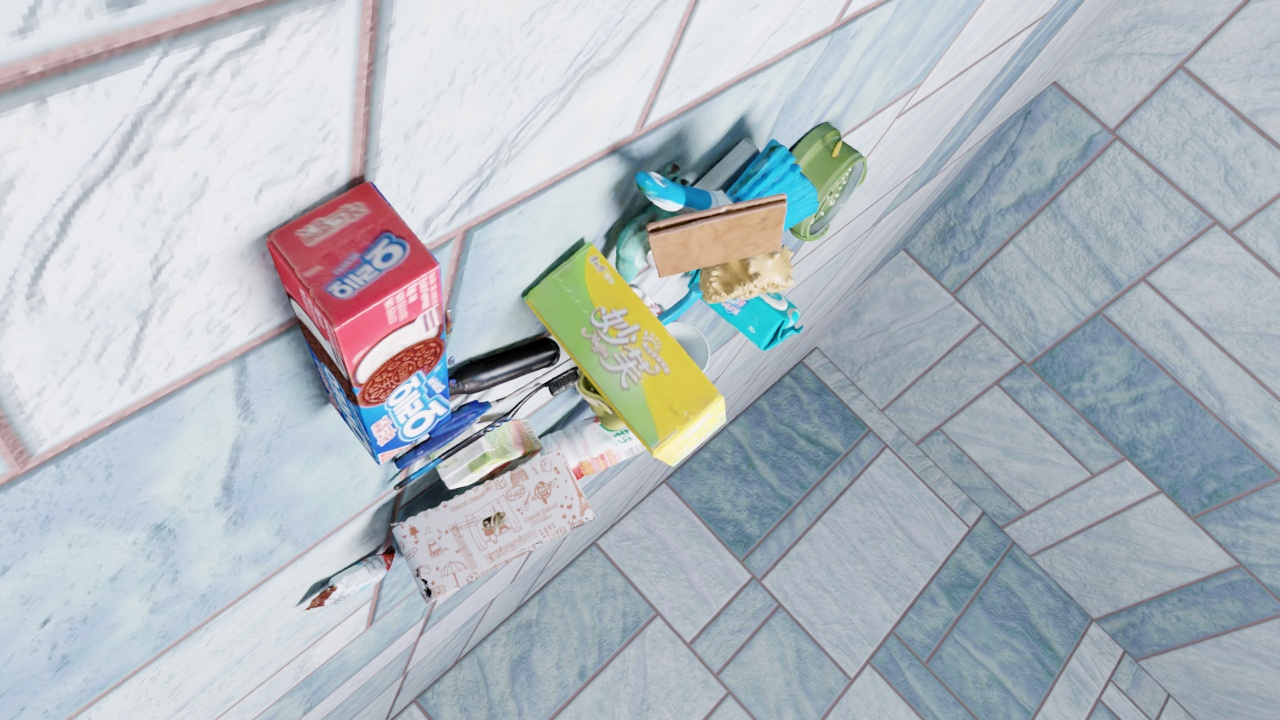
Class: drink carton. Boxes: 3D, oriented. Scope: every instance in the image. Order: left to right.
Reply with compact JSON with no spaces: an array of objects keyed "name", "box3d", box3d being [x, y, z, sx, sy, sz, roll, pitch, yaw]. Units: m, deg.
[{"name":"drink carton","box3d":[-0.142,0.083,0.858,0.054,0.045,0.122,-33,170,14]}]

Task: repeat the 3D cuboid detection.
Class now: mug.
[{"name":"mug","box3d":[0.036,0.007,1.172,0.078,0.078,0.123,-40,174,-19]}]

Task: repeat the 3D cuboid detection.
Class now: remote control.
[{"name":"remote control","box3d":[0.051,-0.136,0.797,0.135,0.019,0.056,-44,170,0]}]

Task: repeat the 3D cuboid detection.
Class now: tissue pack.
[{"name":"tissue pack","box3d":[0.119,-0.067,1.019,0.050,0.133,0.093,-52,171,20]}]

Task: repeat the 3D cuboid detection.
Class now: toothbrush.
[{"name":"toothbrush","box3d":[-0.126,0.012,0.700,0.212,0.026,0.027,-22,126,-61]},{"name":"toothbrush","box3d":[-0.131,0.061,0.788,0.189,0.016,0.014,-33,171,0]},{"name":"toothbrush","box3d":[0.008,-0.060,0.957,0.016,0.017,0.187,-42,168,6]}]

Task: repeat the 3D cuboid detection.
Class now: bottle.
[{"name":"bottle","box3d":[-0.024,0.086,1.110,0.197,0.068,0.068,-24,168,-4]}]

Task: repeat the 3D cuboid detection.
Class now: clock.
[{"name":"clock","box3d":[0.192,-0.185,0.985,0.116,0.056,0.161,-54,163,12]}]

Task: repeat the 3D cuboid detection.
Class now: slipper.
[{"name":"slipper","box3d":[-0.023,0.019,0.976,0.091,0.081,0.191,-54,-172,-10]}]

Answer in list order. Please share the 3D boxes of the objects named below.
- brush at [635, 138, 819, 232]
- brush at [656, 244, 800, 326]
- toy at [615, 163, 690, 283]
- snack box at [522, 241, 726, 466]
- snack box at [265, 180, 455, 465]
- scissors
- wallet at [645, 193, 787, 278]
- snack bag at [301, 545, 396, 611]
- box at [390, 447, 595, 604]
[{"name":"brush","box3d":[0.077,-0.132,0.723,0.109,0.060,0.314,-42,167,7]},{"name":"brush","box3d":[0.044,-0.051,0.858,0.083,0.046,0.255,-10,170,-44]},{"name":"toy","box3d":[0.011,-0.112,0.724,0.091,0.030,0.096,-48,165,-18]},{"name":"snack box","box3d":[-0.005,0.004,0.760,0.070,0.157,0.210,-40,170,-1]},{"name":"snack box","box3d":[-0.139,-0.008,0.485,0.058,0.057,0.208,-37,168,-22]},{"name":"scissors","box3d":[-0.132,0.042,0.752,0.162,0.012,0.174,-34,176,9]},{"name":"wallet","box3d":[0.056,-0.092,0.679,0.101,0.020,0.115,-13,172,4]},{"name":"snack bag","box3d":[-0.284,0.218,0.908,0.045,0.026,0.105,-39,172,31]},{"name":"box","box3d":[-0.157,0.173,0.953,0.176,0.082,0.260,-24,174,-17]}]
